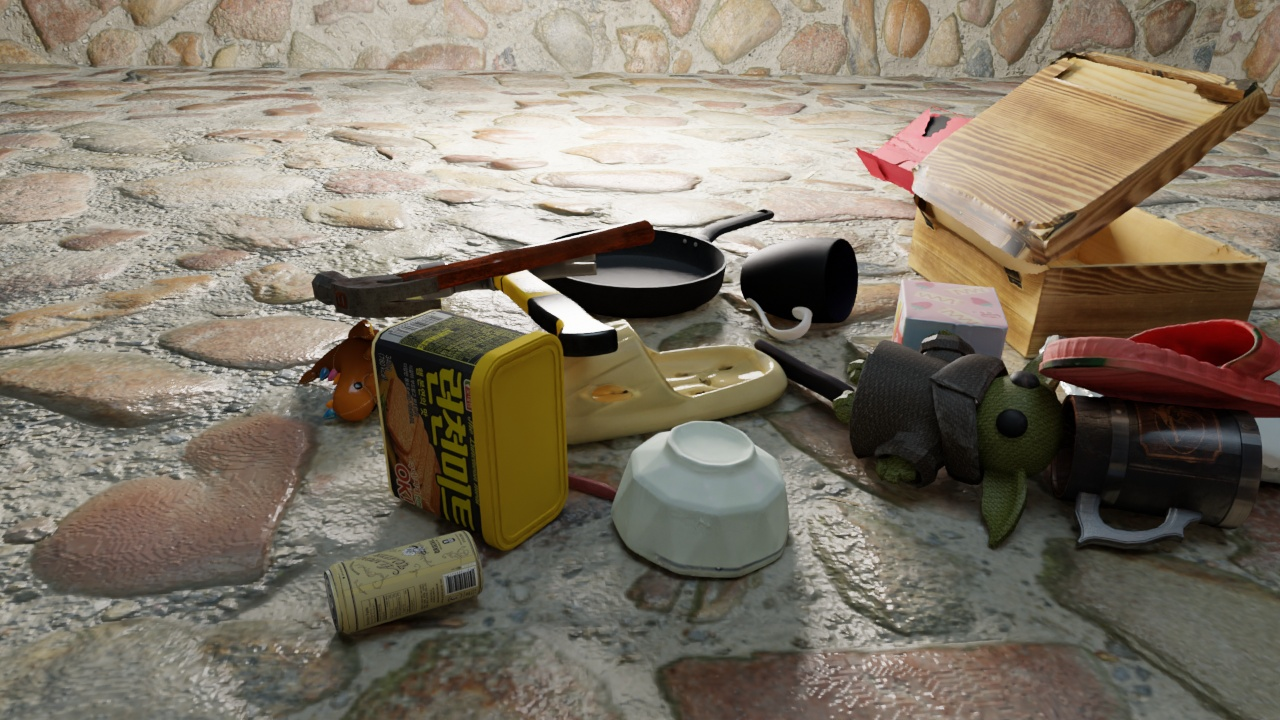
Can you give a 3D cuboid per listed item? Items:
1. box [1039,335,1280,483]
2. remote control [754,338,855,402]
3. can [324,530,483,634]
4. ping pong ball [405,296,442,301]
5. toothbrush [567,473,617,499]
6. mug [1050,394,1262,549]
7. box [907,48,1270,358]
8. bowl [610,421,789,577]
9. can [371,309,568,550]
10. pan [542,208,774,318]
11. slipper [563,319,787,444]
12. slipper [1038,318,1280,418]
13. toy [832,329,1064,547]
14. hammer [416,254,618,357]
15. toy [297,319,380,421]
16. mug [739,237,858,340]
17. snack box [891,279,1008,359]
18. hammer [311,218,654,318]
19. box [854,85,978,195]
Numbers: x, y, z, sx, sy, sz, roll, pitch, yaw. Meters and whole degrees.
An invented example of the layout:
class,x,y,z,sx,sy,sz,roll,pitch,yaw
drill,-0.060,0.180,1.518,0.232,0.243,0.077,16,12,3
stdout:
class,x,y,z,sx,sy,sz,roll,pitch,yaw
box,0.443,0.041,0.751,0.190,0.038,0.208,11,25,1
remote control,0.141,0.013,0.769,0.009,0.046,0.124,-48,41,-8
can,-0.132,0.123,0.511,0.079,0.038,0.038,-11,28,-26
ping pong ball,-0.216,-0.063,0.905,0.040,0.040,0.040,2,25,-1
toothbrush,-0.095,0.071,0.656,0.185,0.015,0.015,15,28,24
mug,0.340,0.080,0.612,0.107,0.080,0.115,7,52,14
box,0.433,-0.173,0.943,0.269,0.264,0.279,-4,27,-8
bowl,0.042,0.078,0.588,0.117,0.061,0.117,5,26,-2
can,-0.109,0.040,0.587,0.101,0.131,0.072,15,28,32
pan,0.042,-0.121,1.046,0.204,0.044,0.354,23,32,37
slipper,-0.004,0.004,0.736,0.261,0.079,0.111,-6,23,-18
slipper,0.378,0.002,0.631,0.248,0.059,0.104,11,-9,-24
toy,0.218,0.036,0.653,0.153,0.078,0.178,11,55,30
hammer,-0.082,-0.053,0.770,0.169,0.034,0.324,-10,18,-18
toy,-0.239,0.018,0.740,0.103,0.071,0.090,-17,35,14
mug,0.149,-0.068,0.916,0.100,0.085,0.118,5,52,36
snack box,0.248,-0.006,0.755,0.079,0.093,0.094,7,26,10
hammer,-0.111,-0.083,0.777,0.299,0.028,0.111,-18,23,-36
box,0.328,-0.338,1.252,0.467,0.138,0.214,29,14,-25
